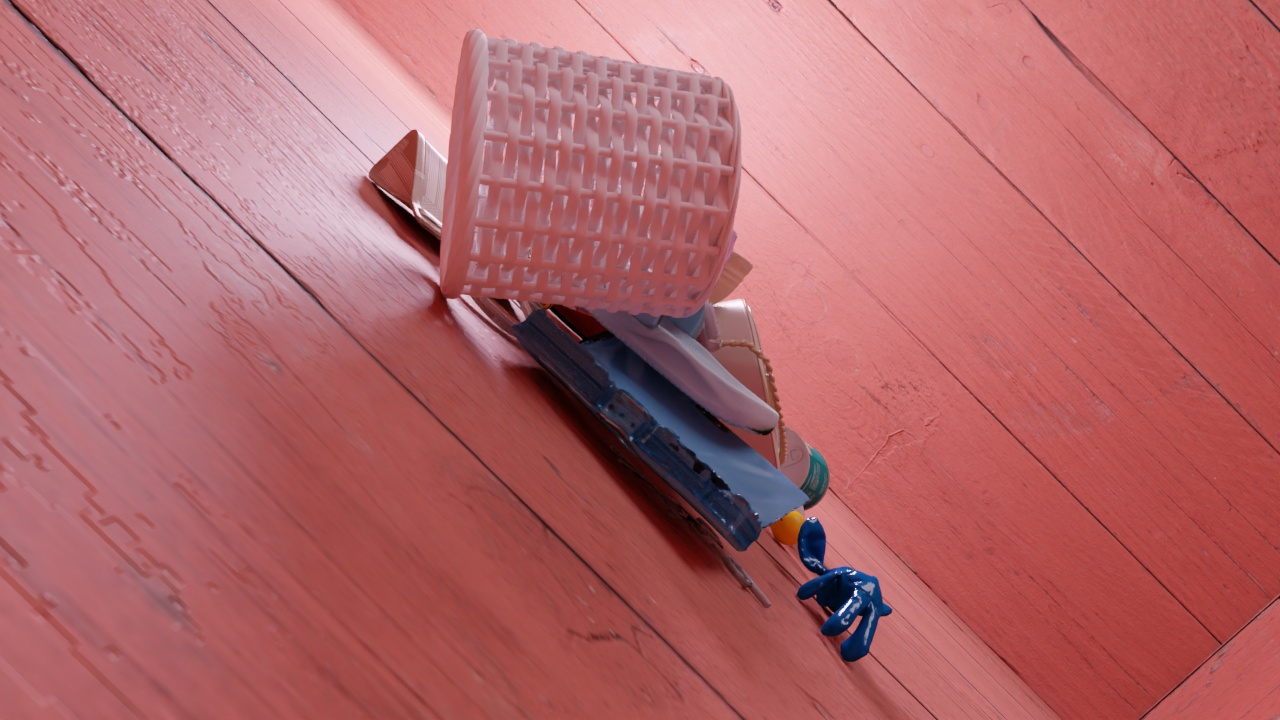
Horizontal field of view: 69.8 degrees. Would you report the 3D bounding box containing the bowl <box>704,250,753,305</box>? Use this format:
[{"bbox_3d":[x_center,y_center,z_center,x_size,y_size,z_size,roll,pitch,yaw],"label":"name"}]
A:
[{"bbox_3d":[0.038,-0.102,0.992,0.151,0.075,0.150,25,4,-2],"label":"bowl"}]

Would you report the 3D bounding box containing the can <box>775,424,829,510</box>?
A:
[{"bbox_3d":[0.193,0.148,1.240,0.099,0.099,0.144,47,6,26],"label":"can"}]

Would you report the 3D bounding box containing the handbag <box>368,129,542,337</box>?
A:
[{"bbox_3d":[-0.144,-0.089,0.820,0.175,0.062,0.197,40,16,-43],"label":"handbag"}]

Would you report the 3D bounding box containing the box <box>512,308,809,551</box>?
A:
[{"bbox_3d":[0.014,0.055,0.722,0.232,0.060,0.175,42,12,23],"label":"box"}]

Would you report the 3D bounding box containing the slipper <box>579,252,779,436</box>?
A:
[{"bbox_3d":[0.033,-0.029,0.810,0.245,0.074,0.104,42,9,19],"label":"slipper"}]

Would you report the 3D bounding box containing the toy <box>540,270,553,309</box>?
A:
[{"bbox_3d":[-0.125,-0.103,1.020,0.103,0.046,0.084,52,15,-20],"label":"toy"}]

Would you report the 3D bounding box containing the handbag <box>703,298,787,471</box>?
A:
[{"bbox_3d":[0.100,0.039,1.040,0.208,0.103,0.211,-81,160,-77],"label":"handbag"}]

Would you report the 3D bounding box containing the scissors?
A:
[{"bbox_3d":[0.038,0.124,0.685,0.131,0.014,0.153,49,4,37],"label":"scissors"}]

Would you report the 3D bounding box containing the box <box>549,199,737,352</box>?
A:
[{"bbox_3d":[0.001,-0.090,0.919,0.202,0.111,0.101,18,-18,31],"label":"box"}]

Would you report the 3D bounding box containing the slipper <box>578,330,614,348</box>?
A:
[{"bbox_3d":[-0.005,0.005,0.899,0.109,0.083,0.265,47,9,1],"label":"slipper"}]

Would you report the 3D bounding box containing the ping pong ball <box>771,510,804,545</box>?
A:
[{"bbox_3d":[0.169,0.190,1.044,0.040,0.040,0.040,44,5,-5],"label":"ping pong ball"}]

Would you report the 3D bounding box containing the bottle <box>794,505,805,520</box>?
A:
[{"bbox_3d":[0.157,0.165,1.128,0.136,0.044,0.044,47,6,20],"label":"bottle"}]

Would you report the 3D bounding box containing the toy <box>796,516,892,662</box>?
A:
[{"bbox_3d":[0.185,0.214,0.858,0.113,0.071,0.176,56,4,-4],"label":"toy"}]

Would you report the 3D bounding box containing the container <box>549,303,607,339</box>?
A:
[{"bbox_3d":[-0.054,-0.078,1.131,0.148,0.201,0.126,41,43,-31],"label":"container"}]

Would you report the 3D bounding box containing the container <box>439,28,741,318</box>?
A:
[{"bbox_3d":[-0.045,-0.131,0.680,0.186,0.189,0.189,5,19,-15],"label":"container"}]

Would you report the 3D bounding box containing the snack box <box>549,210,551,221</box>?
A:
[{"bbox_3d":[-0.134,-0.162,1.216,0.061,0.083,0.105,50,7,38],"label":"snack box"}]
